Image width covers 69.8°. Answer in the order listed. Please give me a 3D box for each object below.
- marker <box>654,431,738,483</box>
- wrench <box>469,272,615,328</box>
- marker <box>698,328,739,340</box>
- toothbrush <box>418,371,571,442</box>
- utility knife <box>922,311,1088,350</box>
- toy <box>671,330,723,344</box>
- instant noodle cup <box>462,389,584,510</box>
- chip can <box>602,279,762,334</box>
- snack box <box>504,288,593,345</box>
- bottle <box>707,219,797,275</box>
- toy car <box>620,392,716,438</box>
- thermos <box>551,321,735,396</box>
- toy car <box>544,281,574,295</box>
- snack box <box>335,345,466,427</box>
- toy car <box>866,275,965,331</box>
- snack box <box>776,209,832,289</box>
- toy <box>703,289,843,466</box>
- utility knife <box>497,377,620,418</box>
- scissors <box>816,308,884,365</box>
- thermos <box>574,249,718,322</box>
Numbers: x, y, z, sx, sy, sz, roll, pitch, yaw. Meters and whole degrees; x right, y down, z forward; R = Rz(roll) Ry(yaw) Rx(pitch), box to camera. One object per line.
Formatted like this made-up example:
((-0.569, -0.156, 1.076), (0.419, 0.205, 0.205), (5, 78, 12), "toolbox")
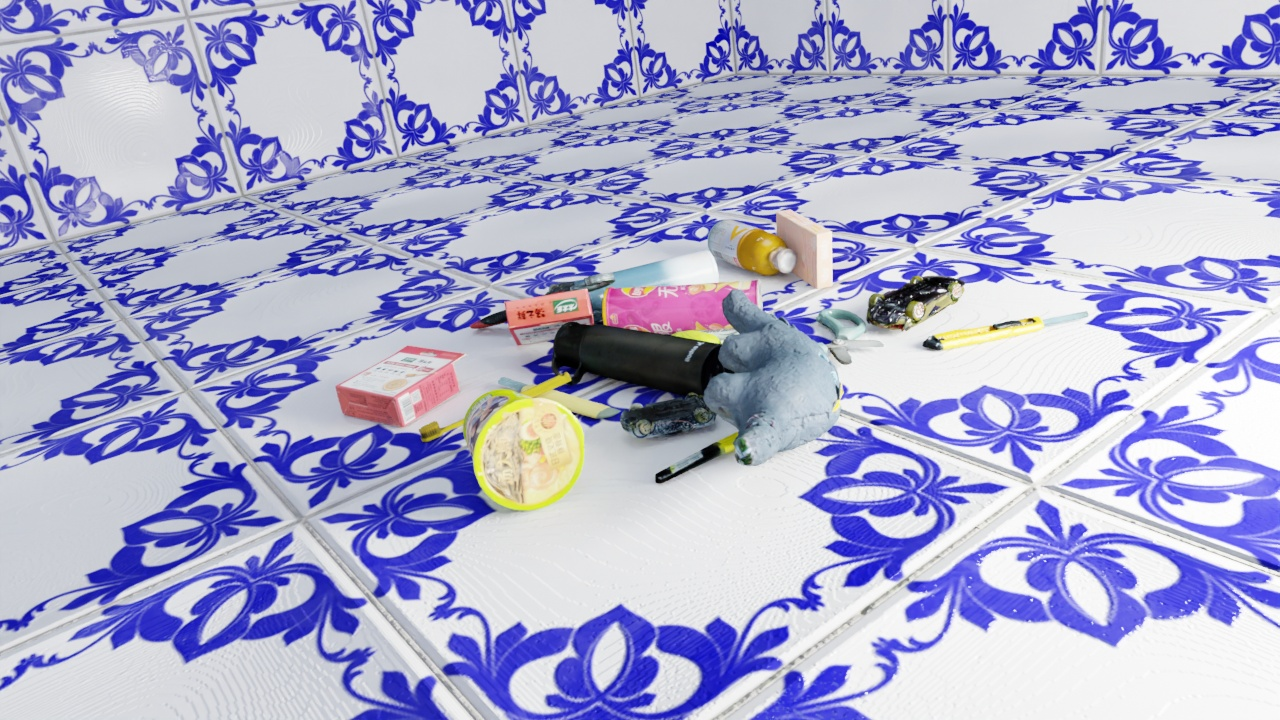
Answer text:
((0.067, 0.097, 0.928), (0.124, 0.015, 0.018), (-23, 26, -25), "marker")
((-0.141, -0.081, 1.299), (0.274, 0.016, 0.056), (-16, -5, 37), "wrench")
((0.110, -0.033, 1.182), (0.145, 0.017, 0.017), (-4, 22, 32), "marker")
((-0.170, 0.052, 1.084), (0.189, 0.017, 0.016), (-23, 31, -17), "toothbrush")
((0.445, -0.040, 1.109), (0.216, 0.015, 0.033), (-11, 26, -7), "utility knife")
((0.076, -0.013, 1.155), (0.096, 0.031, 0.100), (-19, 30, -23), "toy")
((-0.128, 0.079, 0.930), (0.111, 0.112, 0.123), (-17, 17, -19), "instant noodle cup")
((0.058, -0.070, 1.239), (0.211, 0.071, 0.071), (-3, 24, 13), "chip can")
((-0.122, -0.060, 1.242), (0.113, 0.044, 0.127), (-9, -9, -3), "snack box")
((0.177, -0.175, 1.446), (0.068, 0.068, 0.189), (-18, 25, -22), "bottle")
((0.030, 0.063, 0.994), (0.105, 0.031, 0.049), (-10, 23, -6), "toy car")
((-0.007, 0.006, 1.111), (0.243, 0.068, 0.089), (10, 60, 40), "thermos")
((-0.129, -0.079, 1.373), (0.054, 0.037, 0.120), (9, 39, 33), "toy car")
((-0.299, 0.031, 1.165), (0.113, 0.044, 0.126), (8, 29, 34), "snack box")
((0.359, -0.077, 1.188), (0.157, 0.042, 0.070), (-25, 28, -32), "toy car")
((0.247, -0.171, 1.392), (0.026, 0.084, 0.157), (-10, 23, -12), "snack box")
((0.140, 0.023, 0.948), (0.138, 0.092, 0.355), (23, 27, -5), "toy")
((-0.107, 0.042, 1.106), (0.205, 0.021, 0.030), (20, 31, 37), "utility knife")
((0.212, -0.027, 1.157), (0.170, 0.019, 0.171), (-5, 24, 4), "scissors")
((0.006, -0.109, 1.362), (0.220, 0.070, 0.070), (-16, 24, -15), "thermos")
